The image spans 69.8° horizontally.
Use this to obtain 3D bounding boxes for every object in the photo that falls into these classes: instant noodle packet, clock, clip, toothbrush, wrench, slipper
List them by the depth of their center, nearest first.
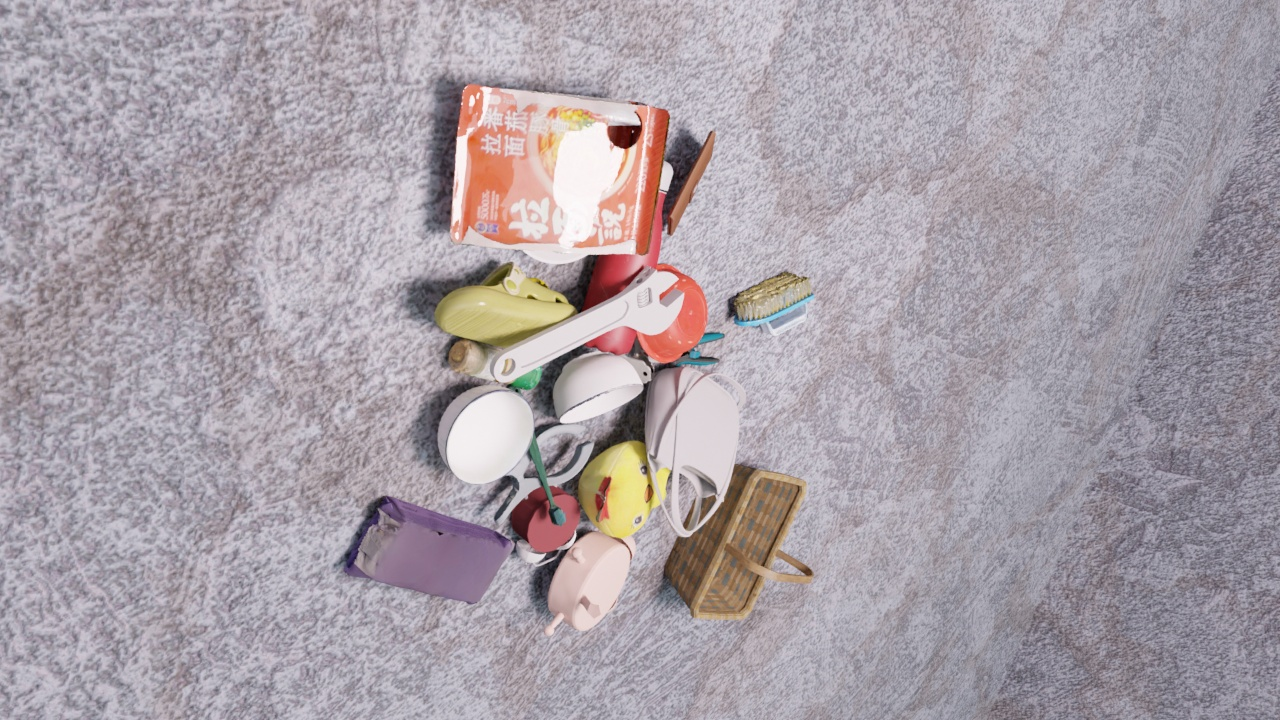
[{"bbox_3d":[-0.092,-0.200,0.973,0.220,0.084,0.164,-2,113,-30],"label":"instant noodle packet"},{"bbox_3d":[-0.154,-0.064,1.022,0.092,0.081,0.190,-31,160,29],"label":"slipper"},{"bbox_3d":[-0.055,-0.033,1.052,0.272,0.018,0.087,-29,131,-31],"label":"wrench"},{"bbox_3d":[-0.127,0.118,1.129,0.016,0.017,0.190,-24,104,-28],"label":"toothbrush"},{"bbox_3d":[-0.139,0.120,1.151,0.163,0.028,0.106,-36,105,-26],"label":"clip"},{"bbox_3d":[-0.125,0.214,1.208,0.087,0.044,0.125,-18,122,-36],"label":"clock"},{"bbox_3d":[-0.009,0.008,1.213,0.057,0.053,0.102,-5,122,1],"label":"clip"},{"bbox_3d":[-0.060,0.309,1.270,0.160,0.086,0.131,-5,116,-69],"label":"clock"}]

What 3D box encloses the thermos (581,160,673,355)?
[{"bbox_3d":[-0.014,-0.128,1.114,0.073,0.073,0.240,6,106,-44],"label":"thermos"}]

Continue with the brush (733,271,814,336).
[{"bbox_3d":[0.191,-0.073,1.345,0.135,0.055,0.075,-25,121,-31],"label":"brush"}]

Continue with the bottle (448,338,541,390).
[{"bbox_3d":[-0.167,0.005,1.062,0.111,0.043,0.043,17,99,-46],"label":"bottle"}]

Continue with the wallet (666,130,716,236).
[{"bbox_3d":[0.063,-0.218,1.141,0.121,0.013,0.087,-64,176,-6],"label":"wallet"}]

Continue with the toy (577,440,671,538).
[{"bbox_3d":[-0.014,0.173,1.262,0.207,0.092,0.134,4,99,-55],"label":"toy"}]

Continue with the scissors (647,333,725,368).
[{"bbox_3d":[0.067,-0.010,1.289,0.130,0.019,0.150,-48,136,-15],"label":"scissors"}]

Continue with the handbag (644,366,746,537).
[{"bbox_3d":[0.081,0.135,1.265,0.215,0.096,0.222,34,56,-47],"label":"handbag"}]

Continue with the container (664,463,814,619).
[{"bbox_3d":[0.169,0.289,1.415,0.157,0.186,0.250,18,98,-46],"label":"container"}]

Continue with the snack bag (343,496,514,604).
[{"bbox_3d":[-0.244,0.235,1.098,0.205,0.058,0.096,30,88,-46],"label":"snack bag"}]

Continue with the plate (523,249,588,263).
[{"bbox_3d":[-0.091,-0.198,1.033,0.173,0.036,0.174,-20,124,-35],"label":"plate"}]

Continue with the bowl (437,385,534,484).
[{"bbox_3d":[-0.188,0.078,1.065,0.117,0.062,0.118,-21,124,-35],"label":"bowl"}]

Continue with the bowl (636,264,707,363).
[{"bbox_3d":[0.048,-0.061,1.196,0.130,0.045,0.130,-1,92,-50],"label":"bowl"}]

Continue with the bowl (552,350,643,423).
[{"bbox_3d":[-0.059,0.028,1.143,0.113,0.063,0.113,-22,166,-6],"label":"bowl"}]
